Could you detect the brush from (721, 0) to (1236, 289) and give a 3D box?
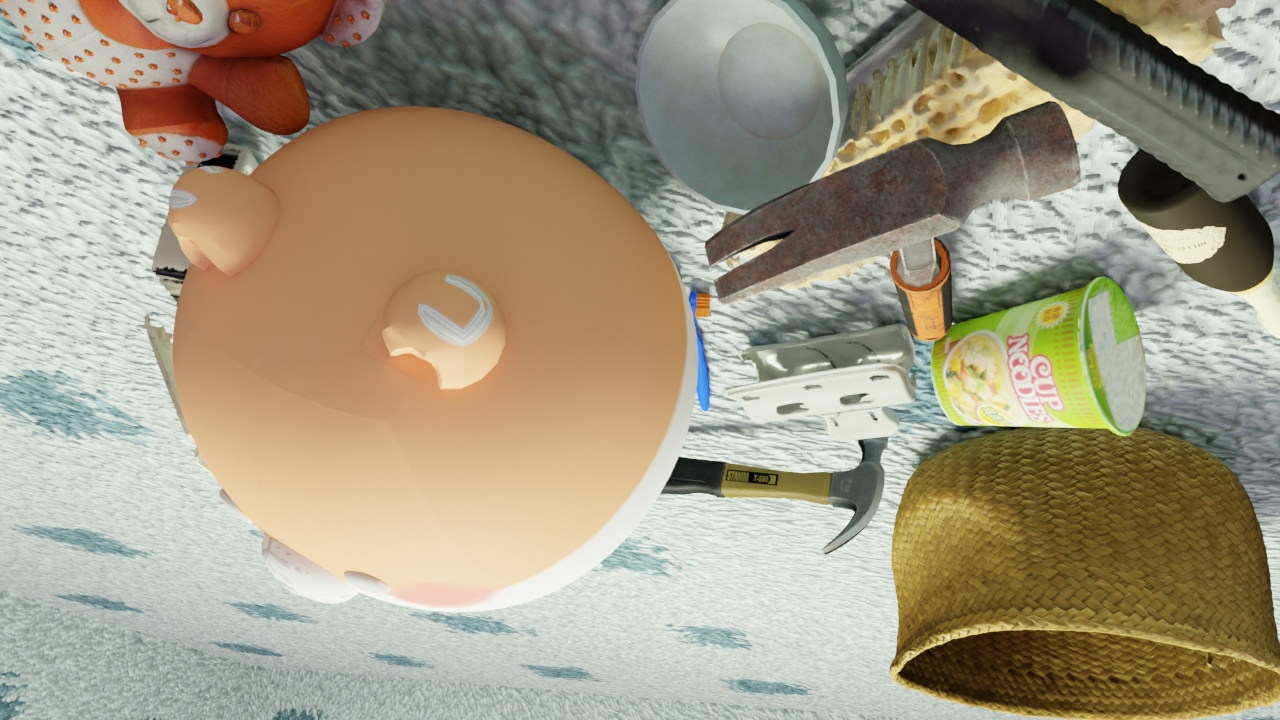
[{"bbox_3d":[0.136,-0.112,0.441,0.083,0.056,0.272,21,150,-26],"label":"brush"}]

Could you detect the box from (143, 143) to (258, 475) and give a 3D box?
[{"bbox_3d":[-0.255,-0.024,0.571,0.050,0.183,0.144,7,160,-3],"label":"box"}]

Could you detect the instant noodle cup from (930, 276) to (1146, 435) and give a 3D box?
[{"bbox_3d":[0.255,0.004,0.599,0.099,0.098,0.108,30,153,-36],"label":"instant noodle cup"}]

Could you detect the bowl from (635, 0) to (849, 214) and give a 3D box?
[{"bbox_3d":[0.052,-0.125,0.427,0.106,0.039,0.106,23,133,27],"label":"bowl"}]

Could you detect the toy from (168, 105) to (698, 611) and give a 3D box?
[{"bbox_3d":[-0.107,0.000,0.480,0.263,0.265,0.281,25,167,16],"label":"toy"}]

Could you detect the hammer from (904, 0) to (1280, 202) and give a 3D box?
[{"bbox_3d":[0.094,-0.147,0.327,0.318,0.032,0.130,28,146,-6],"label":"hammer"}]

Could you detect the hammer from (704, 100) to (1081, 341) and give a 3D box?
[{"bbox_3d":[0.133,-0.041,0.476,0.138,0.035,0.314,-17,168,16],"label":"hammer"}]

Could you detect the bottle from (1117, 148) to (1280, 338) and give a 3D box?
[{"bbox_3d":[0.327,-0.057,0.506,0.184,0.045,0.046,28,146,-34],"label":"bottle"}]

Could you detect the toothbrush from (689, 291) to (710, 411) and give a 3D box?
[{"bbox_3d":[0.049,-0.002,0.716,0.018,0.016,0.183,-1,151,6],"label":"toothbrush"}]

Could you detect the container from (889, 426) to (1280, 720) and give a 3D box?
[{"bbox_3d":[0.376,0.186,0.798,0.307,0.196,0.307,8,152,4],"label":"container"}]

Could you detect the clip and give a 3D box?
[{"bbox_3d":[0.147,0.009,0.689,0.126,0.095,0.152,-8,169,30],"label":"clip"}]

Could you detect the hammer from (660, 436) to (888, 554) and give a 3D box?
[{"bbox_3d":[0.052,0.107,0.840,0.334,0.117,0.025,1,153,23],"label":"hammer"}]

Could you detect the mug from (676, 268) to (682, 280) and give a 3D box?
[{"bbox_3d":[-0.004,0.004,0.647,0.083,0.103,0.124,15,152,-14],"label":"mug"}]

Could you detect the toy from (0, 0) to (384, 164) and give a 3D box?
[{"bbox_3d":[-0.207,-0.164,0.397,0.173,0.092,0.164,-11,141,28],"label":"toy"}]
